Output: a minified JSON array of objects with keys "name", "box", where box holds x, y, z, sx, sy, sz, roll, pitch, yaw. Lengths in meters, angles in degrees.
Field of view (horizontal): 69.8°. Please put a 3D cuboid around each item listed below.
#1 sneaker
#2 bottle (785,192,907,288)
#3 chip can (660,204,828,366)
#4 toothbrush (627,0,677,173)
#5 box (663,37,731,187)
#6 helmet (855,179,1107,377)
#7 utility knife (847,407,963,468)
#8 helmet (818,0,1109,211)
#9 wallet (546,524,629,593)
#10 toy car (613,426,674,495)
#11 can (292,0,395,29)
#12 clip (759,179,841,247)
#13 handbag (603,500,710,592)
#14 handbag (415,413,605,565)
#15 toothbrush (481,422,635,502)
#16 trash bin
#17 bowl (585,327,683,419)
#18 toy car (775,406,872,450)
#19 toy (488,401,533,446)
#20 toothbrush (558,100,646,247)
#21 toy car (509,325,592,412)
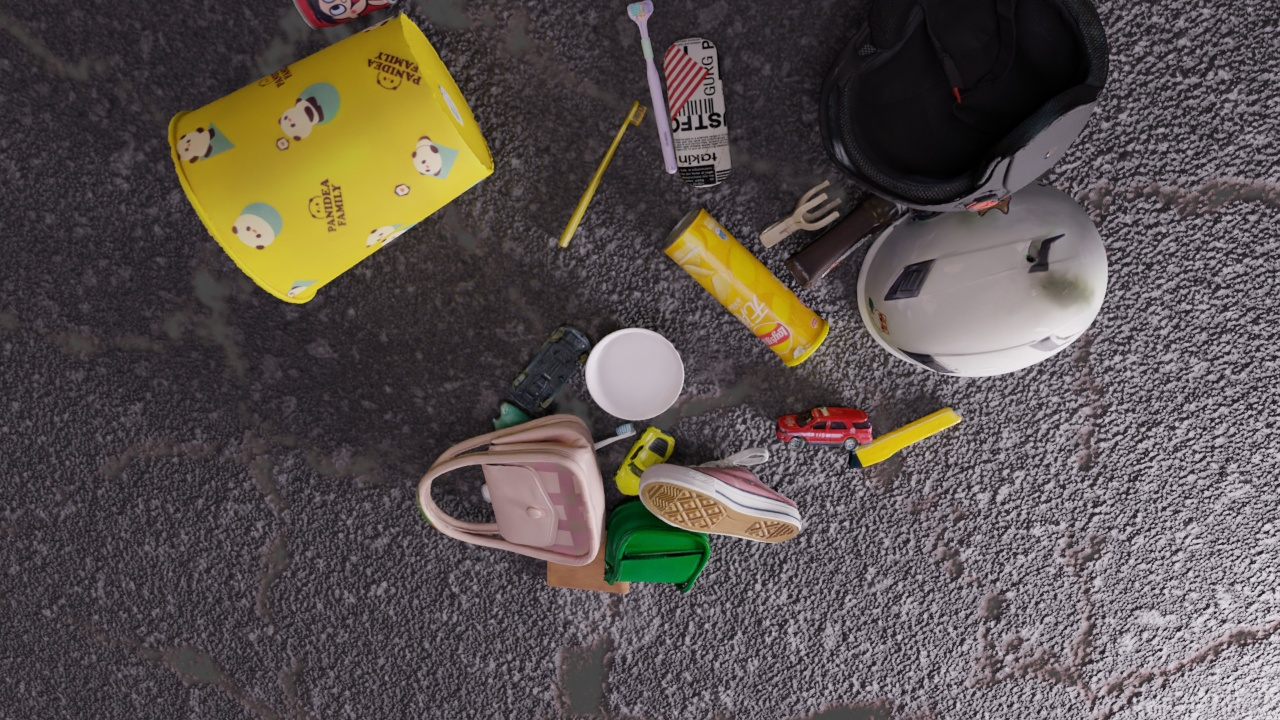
[{"name":"sneaker","box":[0.101,0.164,1.171,0.240,0.087,0.119,19,135,-26]},{"name":"bottle","box":[0.254,-0.158,1.045,0.195,0.080,0.044,-39,86,2]},{"name":"chip can","box":[0.124,-0.087,1.081,0.213,0.072,0.072,41,107,-12]},{"name":"toothbrush","box":[0.018,-0.302,1.028,0.029,0.021,0.189,-15,112,-4]},{"name":"box","box":[0.064,-0.275,1.022,0.069,0.052,0.164,-3,112,23]},{"name":"helmet","box":[0.393,-0.077,1.029,0.274,0.156,0.230,-17,109,8]},{"name":"utility knife","box":[0.336,0.099,1.174,0.156,0.015,0.033,-26,114,10]},{"name":"helmet","box":[0.319,-0.265,0.923,0.275,0.230,0.233,-32,74,16]},{"name":"wallet","box":[-0.070,0.268,1.252,0.115,0.020,0.101,5,111,2]},{"name":"toy car","box":[0.004,0.135,1.191,0.048,0.032,0.105,30,111,-10]},{"name":"can","box":[-0.318,-0.398,0.978,0.094,0.066,0.066,-17,109,9]},{"name":"clip","box":[0.187,-0.163,1.053,0.102,0.095,0.035,-36,106,3]},{"name":"handbag","box":[0.018,0.249,1.207,0.131,0.068,0.120,8,118,-16]},{"name":"handbag","box":[-0.164,0.169,1.156,0.234,0.093,0.194,-3,127,4]},{"name":"toothbrush","box":[-0.106,0.132,1.196,0.221,0.026,0.026,-24,82,11]},{"name":"trash bin","box":[-0.311,-0.220,0.973,0.255,0.229,0.229,-28,108,5]},{"name":"bowl","box":[-0.007,0.007,1.124,0.118,0.064,0.118,0,111,1]},{"name":"toy car","box":[0.230,0.084,1.154,0.120,0.053,0.045,-2,109,0]},{"name":"toy","box":[-0.153,0.093,1.183,0.092,0.030,0.097,37,115,-7]},{"name":"toothbrush","box":[-0.046,-0.214,1.067,0.016,0.015,0.190,26,110,-15]},{"name":"toy car","box":[-0.112,0.009,1.145,0.054,0.036,0.121,39,97,-12]}]
